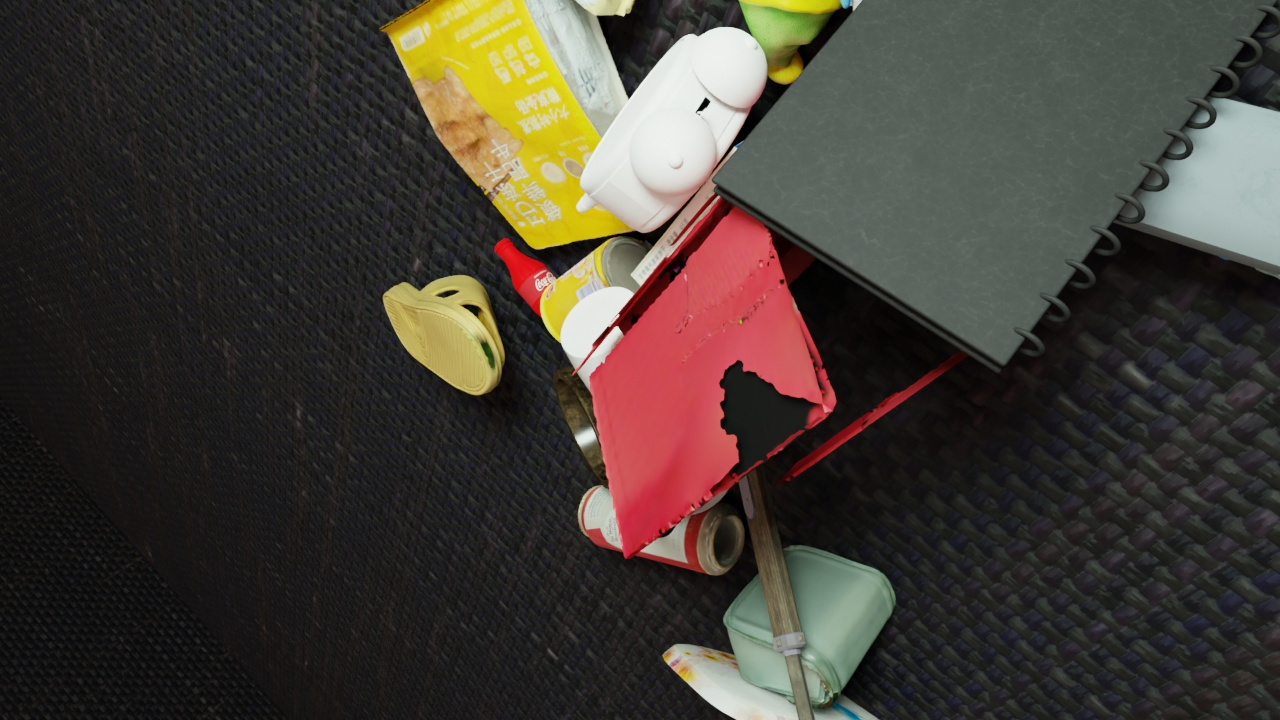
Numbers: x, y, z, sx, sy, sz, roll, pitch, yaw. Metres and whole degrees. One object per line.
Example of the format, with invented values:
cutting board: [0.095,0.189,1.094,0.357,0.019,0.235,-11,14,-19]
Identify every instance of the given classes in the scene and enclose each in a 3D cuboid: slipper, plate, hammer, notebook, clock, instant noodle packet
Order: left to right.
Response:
slipper: [-0.189,-0.035,0.943,0.264,0.078,0.099,20,132,55]
instant noodle packet: [-0.087,-0.196,0.738,0.163,0.084,0.222,-4,120,44]
clock: [0.024,-0.146,0.611,0.073,0.125,0.161,35,168,-15]
hammer: [0.101,0.166,0.716,0.147,0.028,0.316,-43,50,51]
plate: [0.124,0.295,0.814,0.187,0.016,0.187,19,175,-18]
notebook: [0.172,-0.126,0.439,0.169,0.231,0.019,36,171,19]

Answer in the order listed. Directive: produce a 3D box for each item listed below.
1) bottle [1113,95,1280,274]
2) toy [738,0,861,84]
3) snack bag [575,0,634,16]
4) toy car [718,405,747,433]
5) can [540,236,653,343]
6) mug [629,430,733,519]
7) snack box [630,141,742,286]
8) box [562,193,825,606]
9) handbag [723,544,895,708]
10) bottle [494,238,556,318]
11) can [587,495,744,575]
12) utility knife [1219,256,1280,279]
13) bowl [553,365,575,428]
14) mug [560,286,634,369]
bottle: [0.261,-0.105,0.474,0.161,0.046,0.072,26,103,25]
toy: [0.099,-0.229,0.544,0.124,0.096,0.131,23,113,23]
snack bag: [-0.063,-0.364,0.593,0.247,0.068,0.160,46,140,8]
toy car: [0.068,0.004,0.724,0.040,0.112,0.049,3,139,-12]
can: [-0.033,-0.056,0.783,0.105,0.067,0.067,-30,96,49]
mug: [0.019,0.090,0.764,0.097,0.078,0.112,28,106,63]
snack box: [0.057,-0.108,0.651,0.026,0.081,0.150,49,139,5]
box: [0.043,-0.027,0.554,0.124,0.314,0.212,34,139,-8]
handbag: [0.143,0.225,0.775,0.106,0.121,0.067,8,123,40]
bottle: [-0.093,-0.066,0.856,0.119,0.036,0.036,49,140,6]
can: [0.018,0.160,0.889,0.170,0.067,0.067,4,120,42]
utility knife: [0.291,-0.087,0.499,0.209,0.015,0.031,36,136,18]
bowl: [-0.030,0.053,0.857,0.121,0.056,0.121,57,163,29]
mug: [-0.004,0.004,0.705,0.114,0.081,0.087,49,178,47]
